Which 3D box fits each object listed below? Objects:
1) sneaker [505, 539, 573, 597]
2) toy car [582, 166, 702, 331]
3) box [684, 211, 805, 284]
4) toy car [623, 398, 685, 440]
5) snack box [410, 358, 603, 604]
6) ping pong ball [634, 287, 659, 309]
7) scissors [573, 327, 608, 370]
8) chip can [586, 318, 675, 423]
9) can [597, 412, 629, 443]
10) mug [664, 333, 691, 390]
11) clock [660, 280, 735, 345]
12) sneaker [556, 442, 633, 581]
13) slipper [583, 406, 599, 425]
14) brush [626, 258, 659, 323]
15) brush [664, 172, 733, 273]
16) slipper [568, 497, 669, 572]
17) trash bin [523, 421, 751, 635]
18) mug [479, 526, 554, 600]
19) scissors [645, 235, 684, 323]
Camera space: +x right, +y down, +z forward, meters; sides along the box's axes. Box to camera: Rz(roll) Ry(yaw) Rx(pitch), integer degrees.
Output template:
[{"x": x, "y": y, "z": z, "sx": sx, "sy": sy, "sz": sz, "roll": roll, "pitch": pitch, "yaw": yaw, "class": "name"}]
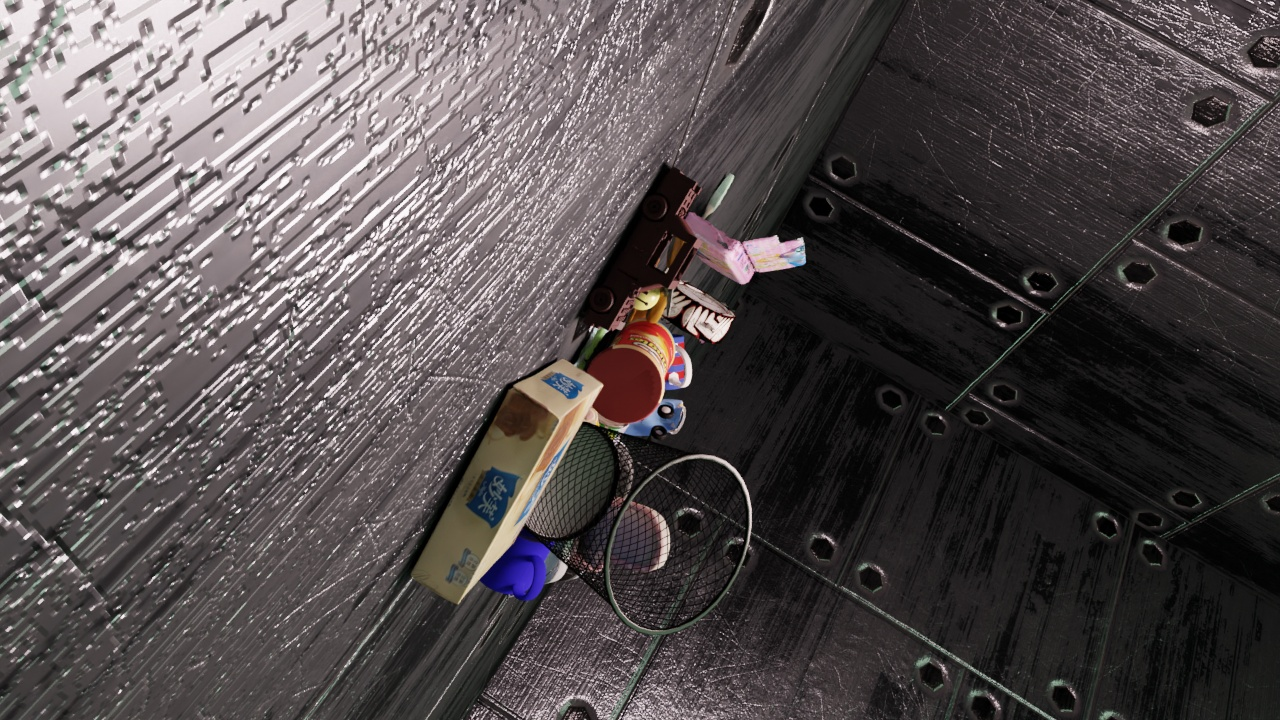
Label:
[{"x": -0.125, "y": 0.195, "z": 1.181, "sx": 0.087, "sy": 0.089, "sz": 0.236, "roll": -3, "pitch": 115, "yaw": -49, "class": "sneaker"}, {"x": 0.012, "y": -0.099, "z": 0.892, "sx": 0.170, "sy": 0.062, "sz": 0.070, "roll": -59, "pitch": 174, "yaw": 9, "class": "toy car"}, {"x": 0.142, "y": -0.142, "z": 1.249, "sx": 0.230, "sy": 0.161, "sz": 0.062, "roll": 17, "pitch": 84, "yaw": -78, "class": "box"}, {"x": -0.013, "y": 0.076, "z": 1.288, "sx": 0.054, "sy": 0.153, "sz": 0.056, "roll": -107, "pitch": -155, "yaw": -45, "class": "toy car"}, {"x": -0.121, "y": 0.108, "z": 0.865, "sx": 0.208, "sy": 0.055, "sz": 0.153, "roll": -60, "pitch": 174, "yaw": 15, "class": "snack box"}, {"x": 0.002, "y": -0.077, "z": 1.033, "sx": 0.040, "sy": 0.040, "sz": 0.040, "roll": -58, "pitch": 174, "yaw": -9, "class": "ping pong ball"}, {"x": -0.059, "y": -0.011, "z": 1.008, "sx": 0.172, "sy": 0.021, "sz": 0.172, "roll": -48, "pitch": 172, "yaw": -42, "class": "scissors"}, {"x": -0.006, "y": 0.006, "z": 1.087, "sx": 0.087, "sy": 0.087, "sz": 0.213, "roll": -60, "pitch": 180, "yaw": 13, "class": "chip can"}, {"x": -0.066, "y": 0.102, "z": 1.221, "sx": 0.121, "sy": 0.067, "sz": 0.067, "roll": -58, "pitch": 176, "yaw": 36, "class": "can"}, {"x": 0.037, "y": 0.003, "z": 1.337, "sx": 0.112, "sy": 0.074, "sz": 0.076, "roll": 9, "pitch": -78, "yaw": 55, "class": "mug"}, {"x": 0.078, "y": -0.070, "z": 1.367, "sx": 0.065, "sy": 0.114, "sz": 0.154, "roll": -60, "pitch": 177, "yaw": 15, "class": "clock"}, {"x": -0.095, "y": 0.200, "z": 1.397, "sx": 0.257, "sy": 0.093, "sz": 0.160, "roll": -62, "pitch": -162, "yaw": 20, "class": "sneaker"}, {"x": -0.077, "y": 0.100, "z": 1.096, "sx": 0.196, "sy": 0.081, "sz": 0.093, "roll": -58, "pitch": 174, "yaw": -27, "class": "slipper"}, {"x": 0.010, "y": -0.082, "z": 1.192, "sx": 0.048, "sy": 0.017, "sz": 0.127, "roll": -54, "pitch": 173, "yaw": -41, "class": "brush"}, {"x": 0.069, "y": -0.170, "z": 1.284, "sx": 0.217, "sy": 0.012, "sz": 0.033, "roll": -56, "pitch": 175, "yaw": -7, "class": "brush"}, {"x": -0.072, "y": 0.225, "z": 1.232, "sx": 0.054, "sy": 0.275, "sz": 0.114, "roll": 0, "pitch": 90, "yaw": -44, "class": "slipper"}, {"x": -0.022, "y": 0.159, "z": 0.972, "sx": 0.210, "sy": 0.184, "sz": 0.184, "roll": 18, "pitch": -108, "yaw": 51, "class": "trash bin"}, {"x": -0.142, "y": 0.229, "z": 1.079, "sx": 0.079, "sy": 0.111, "sz": 0.084, "roll": 10, "pitch": 119, "yaw": -38, "class": "mug"}, {"x": 0.037, "y": -0.102, "z": 1.055, "sx": 0.225, "sy": 0.016, "sz": 0.175, "roll": 168, "pitch": -60, "yaw": -84, "class": "scissors"}]
